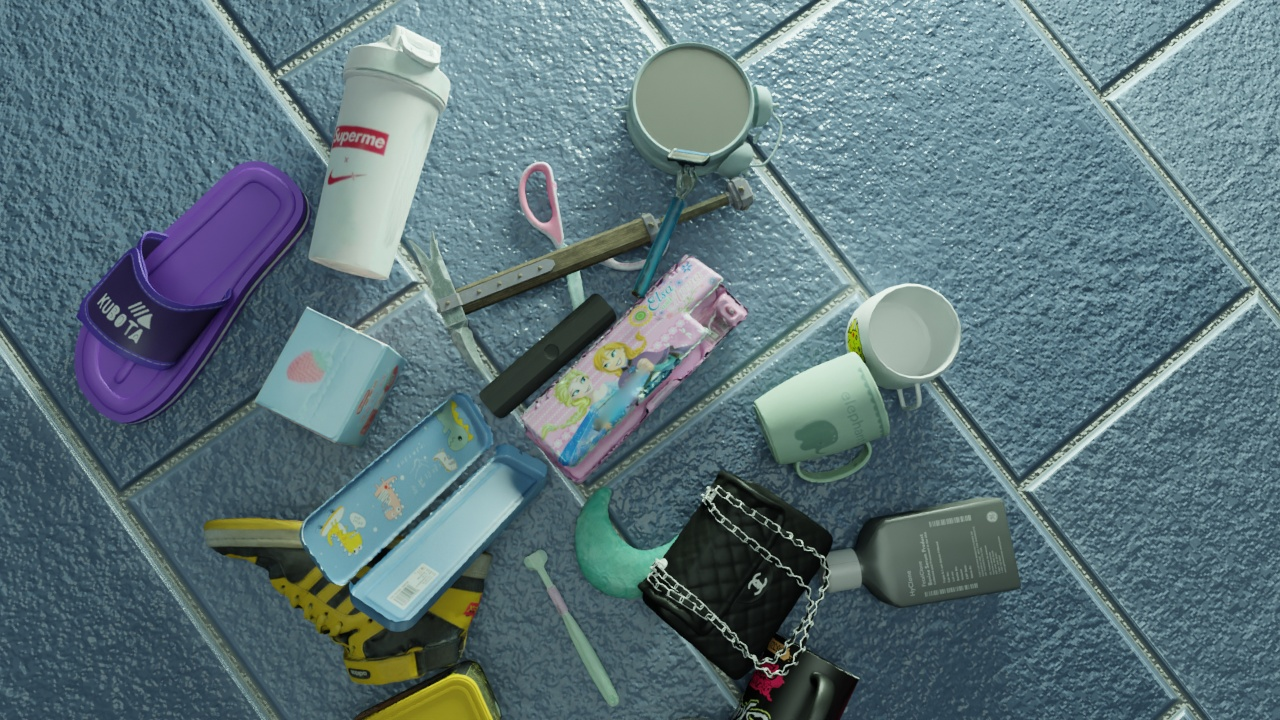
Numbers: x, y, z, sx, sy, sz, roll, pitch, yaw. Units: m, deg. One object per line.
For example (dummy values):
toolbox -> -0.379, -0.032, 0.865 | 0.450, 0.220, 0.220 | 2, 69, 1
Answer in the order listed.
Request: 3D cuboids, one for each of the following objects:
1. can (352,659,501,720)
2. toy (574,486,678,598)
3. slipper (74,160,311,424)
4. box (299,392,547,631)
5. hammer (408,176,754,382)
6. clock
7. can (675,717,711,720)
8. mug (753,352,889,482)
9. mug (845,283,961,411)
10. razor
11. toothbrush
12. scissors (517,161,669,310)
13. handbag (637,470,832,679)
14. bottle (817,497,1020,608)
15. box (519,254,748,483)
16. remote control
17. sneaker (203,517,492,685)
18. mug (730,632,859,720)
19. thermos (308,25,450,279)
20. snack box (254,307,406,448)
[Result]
can -> -0.184, 0.311, 0.763 | 0.130, 0.101, 0.072 | -25, 85, -8
toy -> -0.015, 0.173, 0.834 | 0.105, 0.033, 0.084 | 31, 67, -2
slipper -> -0.406, -0.071, 0.807 | 0.107, 0.084, 0.266 | 37, 81, 1
box -> -0.176, 0.121, 0.770 | 0.125, 0.043, 0.208 | 42, 44, 2
hammer -> -0.038, -0.100, 0.852 | 0.316, 0.028, 0.147 | -22, 80, -7
clock -> 0.060, -0.238, 0.888 | 0.159, 0.045, 0.122 | 23, 82, 0
can -> 0.045, 0.384, 0.788 | 0.070, 0.070, 0.132 | -9, 83, -6
mug -> 0.167, 0.062, 0.843 | 0.104, 0.084, 0.111 | -22, 113, 3
mug -> 0.246, -0.011, 0.859 | 0.094, 0.068, 0.115 | -6, 83, -6
razor -> 0.024, -0.124, 0.837 | 0.042, 0.022, 0.144 | 19, 86, 33
toothbrush -> -0.060, 0.242, 0.827 | 0.022, 0.015, 0.154 | -29, 86, -7
scissors -> -0.055, -0.113, 0.877 | 0.177, 0.013, 0.170 | -11, 83, -6
handbag -> 0.084, 0.183, 0.787 | 0.125, 0.115, 0.153 | 39, 83, -15
bottle -> 0.251, 0.181, 0.844 | 0.174, 0.046, 0.083 | -9, 83, -6
box -> -0.005, 0.005, 0.836 | 0.230, 0.071, 0.084 | -44, 88, -9
remote control -> -0.086, -0.005, 0.854 | 0.146, 0.015, 0.033 | -41, 89, -4
sneaker -> -0.254, 0.203, 0.778 | 0.238, 0.086, 0.122 | 10, 77, -7
mug -> 0.133, 0.299, 0.782 | 0.082, 0.118, 0.098 | 29, 81, 1
thermos -> -0.236, -0.188, 0.835 | 0.099, 0.099, 0.220 | 12, 85, -3
snack box -> -0.267, 0.017, 0.801 | 0.079, 0.095, 0.093 | 26, 81, -1
